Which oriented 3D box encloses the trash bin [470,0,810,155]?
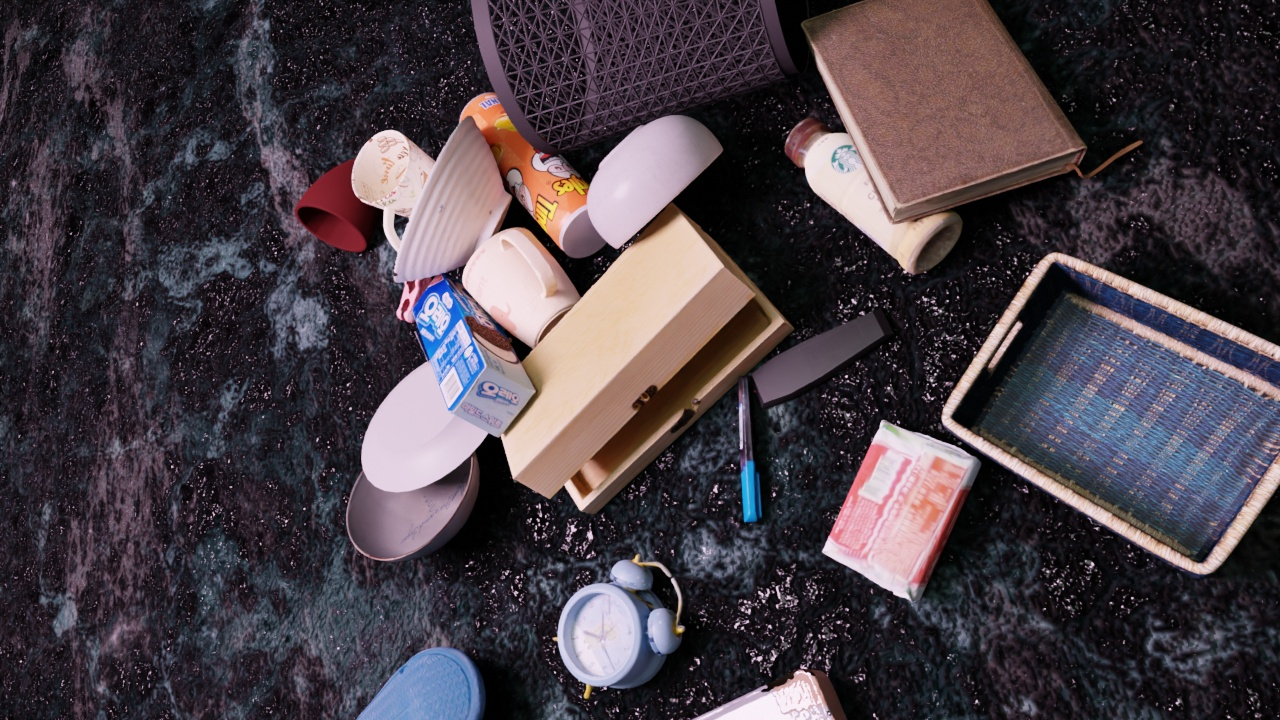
[{"bbox_3d":[0.012,-0.313,0.816,0.244,0.217,0.216,-5,74,22],"label":"trash bin"}]

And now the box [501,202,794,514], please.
[{"bbox_3d":[-0.004,0.004,0.811,0.249,0.122,0.140,-45,33,12],"label":"box"}]

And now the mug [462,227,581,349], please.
[{"bbox_3d":[-0.105,-0.071,0.869,0.085,0.112,0.104,-33,67,-23],"label":"mug"}]

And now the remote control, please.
[{"bbox_3d":[0.148,-0.002,0.757,0.125,0.010,0.039,-30,63,20],"label":"remote control"}]

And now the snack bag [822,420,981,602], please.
[{"bbox_3d":[0.194,0.110,0.683,0.077,0.036,0.116,24,89,32],"label":"snack bag"}]

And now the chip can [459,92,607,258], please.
[{"bbox_3d":[-0.107,-0.191,0.928,0.062,0.062,0.210,-47,59,11],"label":"chip can"}]

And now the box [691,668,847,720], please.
[{"bbox_3d":[0.076,0.345,0.693,0.217,0.058,0.153,-32,62,19],"label":"box"}]

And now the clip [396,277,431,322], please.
[{"bbox_3d":[-0.244,-0.069,1.000,0.038,0.022,0.059,18,92,30],"label":"clip"}]

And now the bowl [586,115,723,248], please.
[{"bbox_3d":[0.004,-0.166,0.809,0.132,0.131,0.064,-41,98,14],"label":"bowl"}]

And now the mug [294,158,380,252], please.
[{"bbox_3d":[-0.342,-0.183,1.064,0.114,0.087,0.088,-16,46,55],"label":"mug"}]

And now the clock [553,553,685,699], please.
[{"bbox_3d":[-0.014,0.220,0.766,0.125,0.051,0.088,-43,58,14],"label":"clock"}]

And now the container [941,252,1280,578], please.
[{"bbox_3d":[0.321,0.034,0.609,0.187,0.071,0.145,35,95,32],"label":"container"}]

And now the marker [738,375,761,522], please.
[{"bbox_3d":[0.090,0.073,0.764,0.015,0.018,0.123,-1,76,-3],"label":"marker"}]

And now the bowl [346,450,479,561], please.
[{"bbox_3d":[-0.208,0.134,0.889,0.151,0.057,0.150,-17,48,20],"label":"bowl"}]

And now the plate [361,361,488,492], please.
[{"bbox_3d":[-0.211,0.050,0.906,0.173,0.019,0.172,-19,44,20],"label":"plate"}]

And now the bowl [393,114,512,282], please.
[{"bbox_3d":[-0.173,-0.143,0.900,0.071,0.177,0.177,25,89,-8],"label":"bowl"}]

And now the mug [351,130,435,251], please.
[{"bbox_3d":[-0.245,-0.169,0.982,0.081,0.097,0.121,-9,72,28],"label":"mug"}]

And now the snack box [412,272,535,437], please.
[{"bbox_3d":[-0.163,-0.013,0.864,0.059,0.059,0.226,-53,33,9],"label":"snack box"}]

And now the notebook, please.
[{"bbox_3d":[0.249,-0.216,0.718,0.190,0.034,0.215,-17,61,3],"label":"notebook"}]

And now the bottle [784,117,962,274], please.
[{"bbox_3d":[0.184,-0.139,0.746,0.056,0.056,0.162,-47,59,11],"label":"bottle"}]

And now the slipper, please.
[{"bbox_3d":[-0.205,0.335,0.844,0.214,0.059,0.103,-41,51,31],"label":"slipper"}]
